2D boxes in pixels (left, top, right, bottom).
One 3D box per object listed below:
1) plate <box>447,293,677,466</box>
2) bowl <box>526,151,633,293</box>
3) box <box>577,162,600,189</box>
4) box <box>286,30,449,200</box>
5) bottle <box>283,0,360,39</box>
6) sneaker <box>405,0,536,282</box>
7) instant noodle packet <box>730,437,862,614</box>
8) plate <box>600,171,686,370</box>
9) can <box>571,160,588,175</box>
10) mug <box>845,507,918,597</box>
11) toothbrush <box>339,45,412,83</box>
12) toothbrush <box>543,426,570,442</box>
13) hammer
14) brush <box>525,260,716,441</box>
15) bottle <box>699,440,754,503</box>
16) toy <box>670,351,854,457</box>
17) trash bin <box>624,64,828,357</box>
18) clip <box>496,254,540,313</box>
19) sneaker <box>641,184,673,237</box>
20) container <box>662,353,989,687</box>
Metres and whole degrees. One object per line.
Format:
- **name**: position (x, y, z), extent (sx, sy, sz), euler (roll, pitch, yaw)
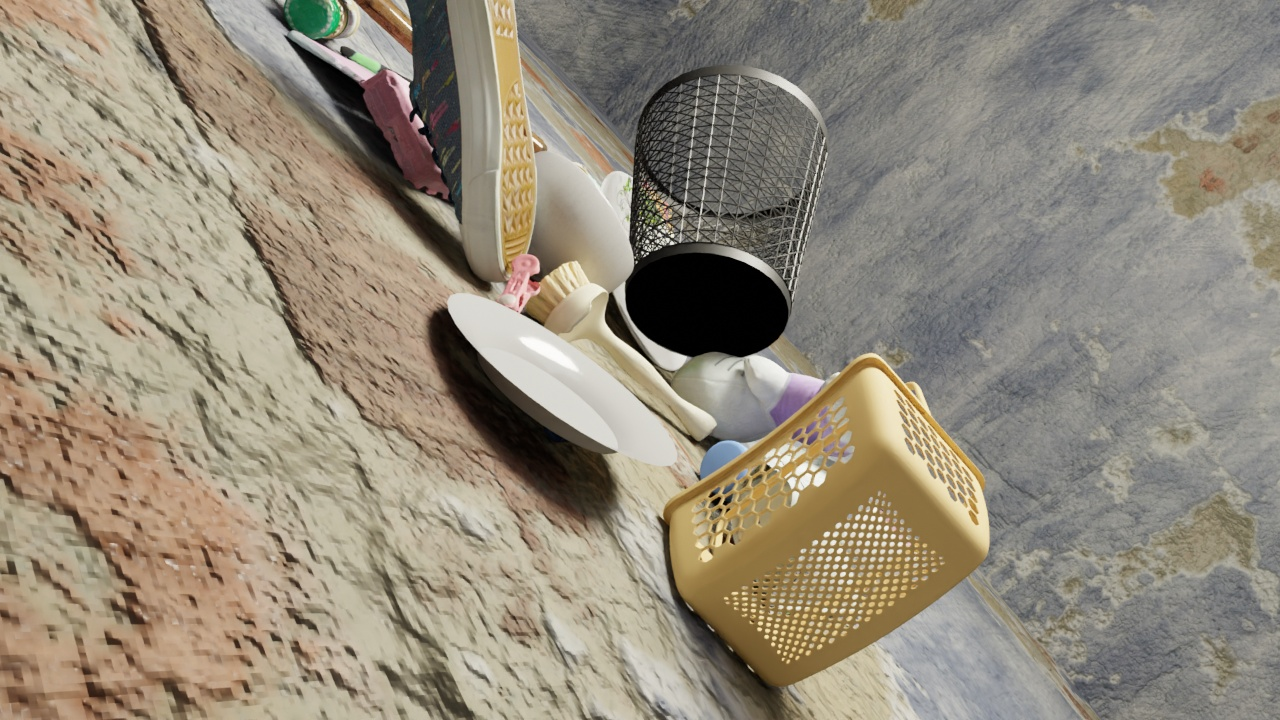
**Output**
- **plate**: position (-0.052, 0.018, 0.577), extent (0.173, 0.019, 0.172), euler (35, 10, -8)
- **bowl**: position (-0.073, -0.105, 0.778), extent (0.132, 0.064, 0.132), euler (43, -20, 20)
- **box**: position (-0.054, -0.138, 1.121), extent (0.189, 0.079, 0.077), euler (47, 52, -9)
- **box**: position (-0.180, -0.206, 0.809), extent (0.180, 0.055, 0.232), euler (50, 11, 11)
- **bottle**: position (-0.271, -0.299, 0.790), extent (0.042, 0.043, 0.110), euler (45, 11, -16)
- **sneaker**: position (-0.129, -0.174, 0.674), extent (0.087, 0.079, 0.235), euler (-41, 128, -74)
- **instant noodle packet**: position (0.150, 0.151, 0.806), extent (0.269, 0.057, 0.146), euler (27, 59, -62)
- **plate**: position (-0.004, -0.097, 1.027), extent (0.229, 0.030, 0.229), euler (47, 35, -49)
- **can**: position (-0.074, -0.153, 0.937), extent (0.059, 0.054, 0.100), euler (-97, -179, -72)
- **mug**: position (0.252, 0.209, 0.992), extent (0.090, 0.076, 0.123), euler (52, 12, 14)
- **toothbrush**: position (-0.210, -0.260, 0.894), extent (0.017, 0.014, 0.187), euler (18, -1, 41)
- **toothbrush**: position (-0.024, 0.045, 0.648), extent (0.016, 0.017, 0.189), euler (51, 12, 13)
- **hammer**: position (-0.204, -0.284, 0.805), extent (0.330, 0.033, 0.120), euler (39, 15, -34)
- **brush**: position (-0.005, 0.005, 0.785), extent (0.272, 0.062, 0.077), euler (42, 17, -47)
- **bottle**: position (0.106, 0.117, 0.822), extent (0.131, 0.048, 0.048), euler (37, 16, -45)
- **toy**: position (0.133, 0.046, 0.905), extent (0.210, 0.085, 0.137), euler (7, -10, 38)
- **trash bin**: position (0.083, -0.145, 0.969), extent (0.217, 0.218, 0.242), euler (41, 45, -34)
- **clip**: position (-0.088, -0.052, 0.657), extent (0.022, 0.035, 0.057), euler (13, 44, 5)
- **sneaker**: position (0.014, -0.124, 1.231), extent (0.116, 0.091, 0.241), euler (24, 46, -52)
- **container**: position (0.120, 0.098, 0.600), extent (0.129, 0.184, 0.166), euler (46, 19, -10)
